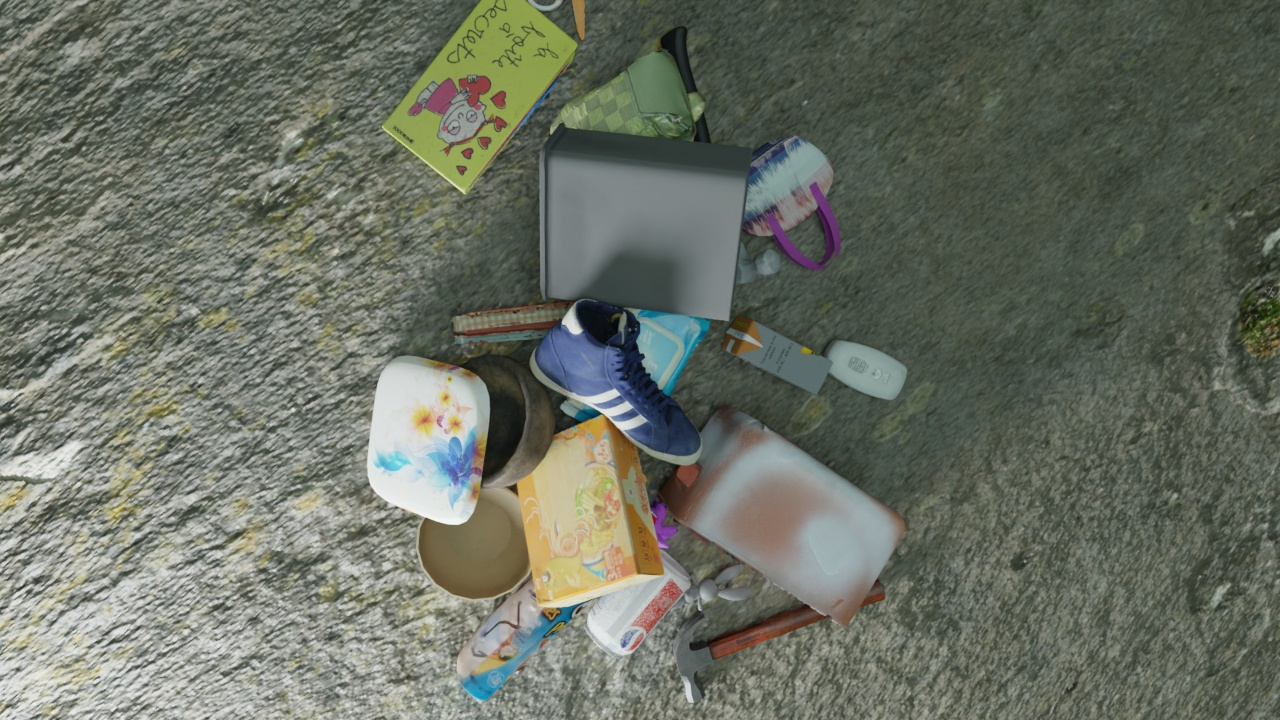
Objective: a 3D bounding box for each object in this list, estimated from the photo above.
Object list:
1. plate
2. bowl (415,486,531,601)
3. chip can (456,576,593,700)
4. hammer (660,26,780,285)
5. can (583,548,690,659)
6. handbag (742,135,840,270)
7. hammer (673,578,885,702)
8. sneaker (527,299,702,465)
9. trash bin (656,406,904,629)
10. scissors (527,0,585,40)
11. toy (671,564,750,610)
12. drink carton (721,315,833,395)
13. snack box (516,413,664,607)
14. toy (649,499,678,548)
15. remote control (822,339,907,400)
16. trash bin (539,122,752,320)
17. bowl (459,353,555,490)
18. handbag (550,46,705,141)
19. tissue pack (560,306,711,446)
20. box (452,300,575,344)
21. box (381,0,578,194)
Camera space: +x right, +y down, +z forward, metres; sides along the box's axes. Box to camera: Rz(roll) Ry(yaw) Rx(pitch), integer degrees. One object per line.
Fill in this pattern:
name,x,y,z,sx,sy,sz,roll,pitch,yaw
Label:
plate,-0.260,0.093,1.094,0.187,0.016,0.187,12,96,33
bowl,-0.204,0.222,1.161,0.152,0.050,0.152,-1,97,-8
chip can,-0.139,0.328,1.172,0.229,0.080,0.080,-43,100,-1
hammer,0.079,-0.247,1.126,0.029,0.127,0.323,-14,88,-40
can,-0.004,0.311,1.185,0.078,0.078,0.136,40,90,-10
handbag,0.193,-0.191,1.164,0.144,0.068,0.170,-36,107,-2
hammer,0.189,0.358,1.243,0.300,0.028,0.111,-18,100,-5
sneaker,-0.003,0.015,1.055,0.233,0.091,0.119,32,130,-2
trash bin,0.173,0.184,1.143,0.259,0.181,0.157,32,90,-10
scissors,-0.081,-0.454,1.116,0.129,0.011,0.125,-6,96,-5
toy,0.089,0.305,1.222,0.111,0.030,0.049,-13,84,-1
drink carton,0.173,-0.007,1.174,0.125,0.076,0.048,26,92,-14
snack box,-0.061,0.182,1.102,0.145,0.080,0.195,-24,66,25
toy,-0.003,0.213,1.170,0.106,0.088,0.056,15,101,-9
remote control,0.295,0.011,1.214,0.114,0.028,0.060,21,94,-10
trash bin,0.004,-0.154,1.037,0.220,0.097,0.192,8,124,7
bowl,-0.170,0.077,1.107,0.070,0.162,0.162,21,95,-54
handbag,-0.010,-0.278,1.098,0.187,0.116,0.113,-26,62,26
tissue pack,-0.007,0.007,1.156,0.117,0.066,0.209,30,94,-9
box,-0.141,-0.054,1.138,0.186,0.058,0.060,-7,57,-7
box,-0.186,-0.319,1.084,0.124,0.082,0.221,40,91,-10
